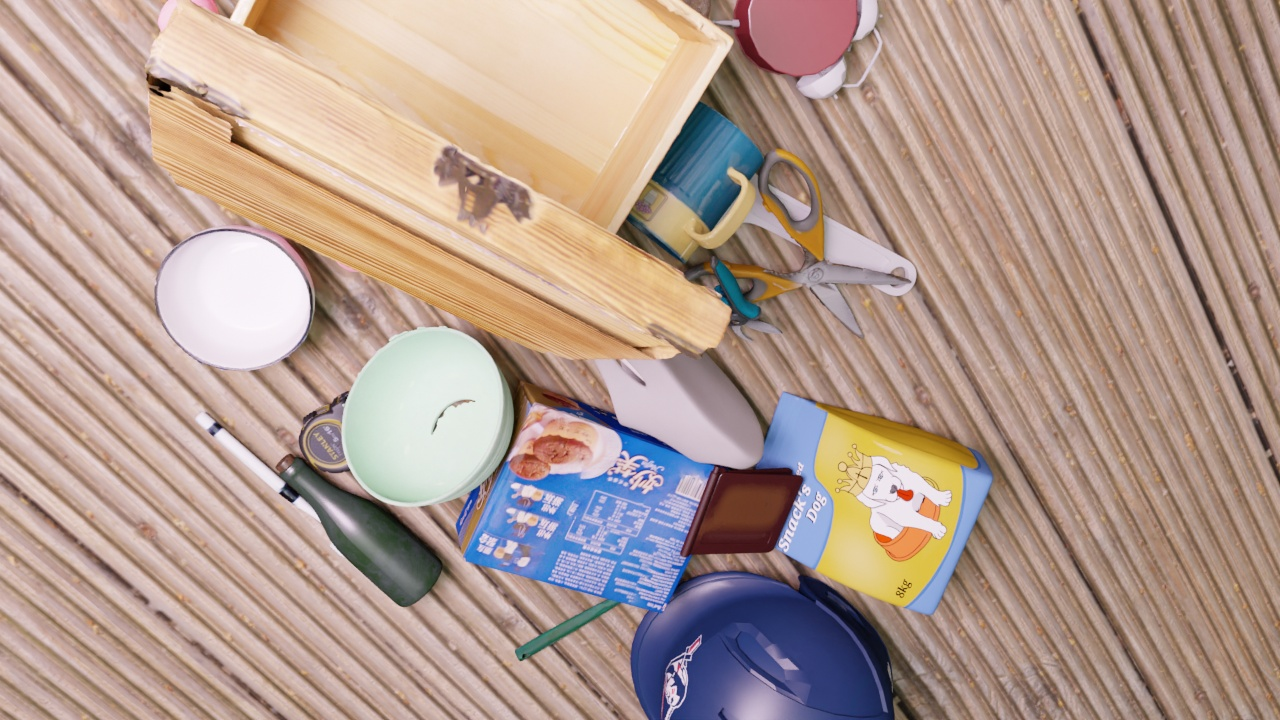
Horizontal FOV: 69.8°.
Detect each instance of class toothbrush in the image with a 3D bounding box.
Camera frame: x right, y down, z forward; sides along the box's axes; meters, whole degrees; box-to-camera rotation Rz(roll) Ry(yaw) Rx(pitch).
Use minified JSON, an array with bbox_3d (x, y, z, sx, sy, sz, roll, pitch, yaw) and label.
[{"bbox_3d":[-0.324,0.114,0.819,0.017,0.012,0.187,-38,112,7],"label":"toothbrush"},{"bbox_3d":[-0.040,0.253,0.921,0.190,0.017,0.016,-29,112,-1],"label":"toothbrush"}]

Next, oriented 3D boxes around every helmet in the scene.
[{"bbox_3d":[0.112,0.334,0.898,0.272,0.222,0.232,26,104,19],"label":"helmet"}]

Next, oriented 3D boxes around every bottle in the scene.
[{"bbox_3d":[-0.256,0.147,0.822,0.055,0.055,0.174,-40,110,4],"label":"bottle"}]

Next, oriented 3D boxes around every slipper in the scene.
[{"bbox_3d":[-0.005,0.005,0.802,0.081,0.112,0.266,-38,107,22],"label":"slipper"}]

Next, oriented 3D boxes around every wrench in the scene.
[{"bbox_3d":[0.135,-0.115,0.830,0.273,0.018,0.087,25,102,-19],"label":"wrench"}]

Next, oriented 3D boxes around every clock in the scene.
[{"bbox_3d":[0.136,-0.277,0.756,0.137,0.048,0.096,24,102,-18],"label":"clock"}]

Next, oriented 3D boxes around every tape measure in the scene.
[{"bbox_3d":[-0.266,0.066,0.802,0.061,0.034,0.062,-29,111,-3],"label":"tape measure"}]

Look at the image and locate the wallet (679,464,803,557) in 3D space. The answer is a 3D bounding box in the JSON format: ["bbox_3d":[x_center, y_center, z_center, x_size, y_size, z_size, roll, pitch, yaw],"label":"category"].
[{"bbox_3d":[0.095,0.140,0.852,0.115,0.018,0.091,5,111,-40],"label":"wallet"}]

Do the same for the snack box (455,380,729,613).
[{"bbox_3d":[-0.043,0.127,0.836,0.202,0.069,0.155,21,101,-23],"label":"snack box"}]

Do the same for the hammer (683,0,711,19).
[{"bbox_3d":[-0.094,-0.283,0.714,0.300,0.037,0.158,4,108,-12],"label":"hammer"}]

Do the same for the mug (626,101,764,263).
[{"bbox_3d":[0.046,-0.136,0.732,0.107,0.113,0.083,-50,136,3],"label":"mug"}]

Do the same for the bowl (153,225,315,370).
[{"bbox_3d":[-0.317,-0.055,0.733,0.116,0.065,0.116,-3,110,-10],"label":"bowl"}]

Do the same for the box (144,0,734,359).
[{"bbox_3d":[-0.106,-0.125,0.527,0.279,0.323,0.284,26,106,-26],"label":"box"}]

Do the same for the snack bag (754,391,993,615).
[{"bbox_3d":[0.211,0.133,0.896,0.205,0.102,0.159,19,105,6],"label":"snack bag"}]

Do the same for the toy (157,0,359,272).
[{"bbox_3d":[-0.254,-0.173,0.695,0.192,0.096,0.237,-18,123,0],"label":"toy"}]

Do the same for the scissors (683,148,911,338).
[{"bbox_3d":[0.133,-0.081,0.826,0.217,0.016,0.225,-30,125,13],"label":"scissors"}]

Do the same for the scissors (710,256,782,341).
[{"bbox_3d":[0.060,-0.050,0.804,0.124,0.154,0.019,2,65,12],"label":"scissors"}]

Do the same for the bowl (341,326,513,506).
[{"bbox_3d":[-0.169,0.054,0.777,0.151,0.151,0.077,-40,155,4],"label":"bowl"}]
